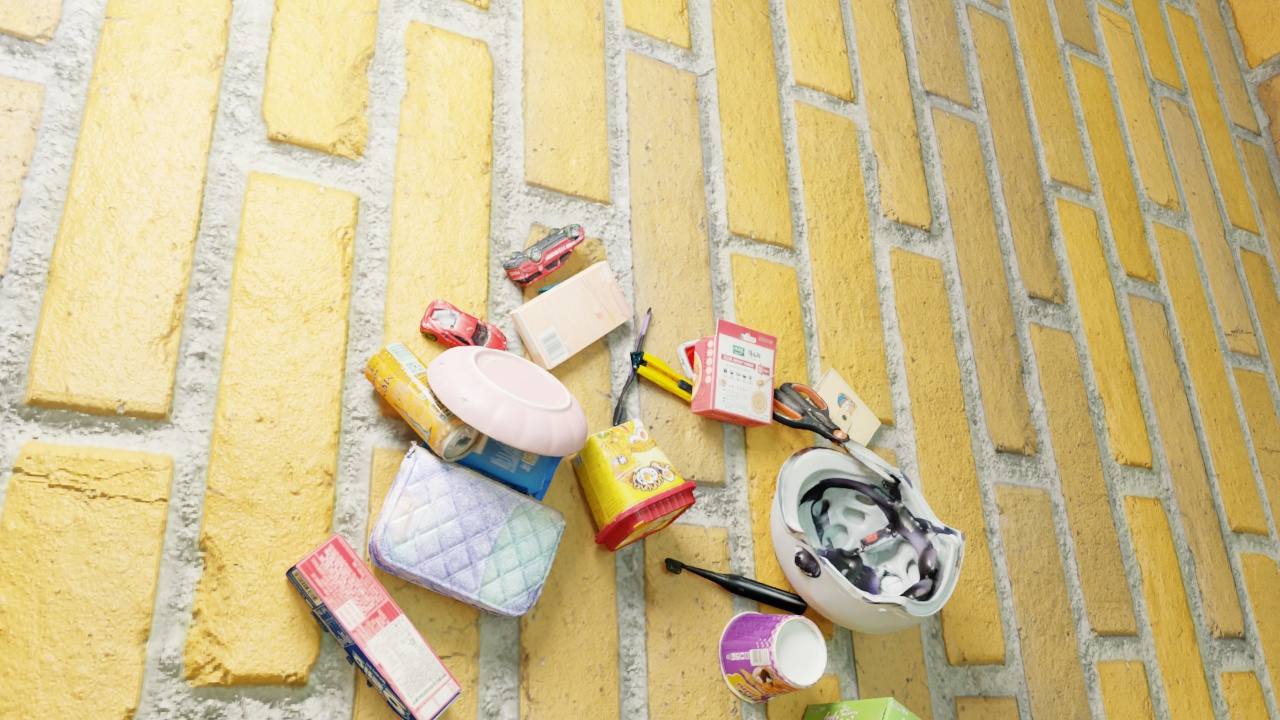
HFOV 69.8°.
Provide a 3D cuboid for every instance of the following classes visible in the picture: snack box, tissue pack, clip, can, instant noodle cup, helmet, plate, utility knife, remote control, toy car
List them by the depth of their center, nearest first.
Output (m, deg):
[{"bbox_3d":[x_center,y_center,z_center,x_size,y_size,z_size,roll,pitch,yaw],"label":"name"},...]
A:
[{"bbox_3d":[-0.269,0.275,0.926,0.058,0.057,0.207,-39,93,-38],"label":"snack box"},{"bbox_3d":[-0.237,0.044,1.001,0.058,0.058,0.146,-31,61,-36],"label":"can"},{"bbox_3d":[-0.139,0.035,1.013,0.192,0.039,0.192,27,17,-9],"label":"plate"},{"bbox_3d":[-0.163,0.091,1.055,0.157,0.052,0.094,26,70,-11],"label":"tissue pack"},{"bbox_3d":[-0.209,-0.034,1.098,0.106,0.031,0.049,28,60,-15],"label":"toy car"},{"bbox_3d":[-0.014,0.146,1.103,0.116,0.116,0.123,-18,69,-34],"label":"instant noodle cup"},{"bbox_3d":[0.317,0.500,1.124,0.210,0.158,0.069,39,54,-12],"label":"snack box"},{"bbox_3d":[0.168,0.361,1.128,0.111,0.099,0.111,13,64,-28],"label":"instant noodle cup"},{"bbox_3d":[-0.086,-0.058,1.176,0.156,0.026,0.084,-34,104,-36],"label":"snack box"},{"bbox_3d":[-0.121,-0.138,1.182,0.120,0.053,0.045,-39,115,-29],"label":"toy car"},{"bbox_3d":[-0.108,-0.090,1.194,0.056,0.014,0.040,-19,81,-34],"label":"clip"},{"bbox_3d":[0.274,0.248,1.202,0.259,0.146,0.228,37,44,20],"label":"helmet"},{"bbox_3d":[0.068,0.039,1.240,0.206,0.015,0.033,29,65,-25],"label":"utility knife"},{"bbox_3d":[0.128,0.019,1.249,0.113,0.044,0.127,16,72,-34],"label":"snack box"},{"bbox_3d":[0.113,-0.010,1.290,0.135,0.020,0.056,-15,78,-34],"label":"remote control"}]

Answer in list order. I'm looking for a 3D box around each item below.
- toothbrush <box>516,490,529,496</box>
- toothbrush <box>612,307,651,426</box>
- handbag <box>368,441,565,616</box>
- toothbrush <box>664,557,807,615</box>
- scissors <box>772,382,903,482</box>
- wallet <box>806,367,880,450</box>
[{"bbox_3d":[-0.153,0.089,1.095,0.015,0.018,0.181,-2,74,-39],"label":"toothbrush"},{"bbox_3d":[-0.007,0.007,1.216,0.016,0.014,0.188,32,57,-26],"label":"toothbrush"},{"bbox_3d":[-0.189,0.188,0.995,0.194,0.076,0.134,30,66,-20],"label":"handbag"},{"bbox_3d":[0.122,0.287,1.174,0.212,0.026,0.027,22,40,-22],"label":"toothbrush"},{"bbox_3d":[0.272,0.091,1.267,0.234,0.022,0.162,22,33,16],"label":"scissors"},{"bbox_3d":[0.302,0.078,1.367,0.115,0.024,0.087,49,56,-7],"label":"wallet"}]
